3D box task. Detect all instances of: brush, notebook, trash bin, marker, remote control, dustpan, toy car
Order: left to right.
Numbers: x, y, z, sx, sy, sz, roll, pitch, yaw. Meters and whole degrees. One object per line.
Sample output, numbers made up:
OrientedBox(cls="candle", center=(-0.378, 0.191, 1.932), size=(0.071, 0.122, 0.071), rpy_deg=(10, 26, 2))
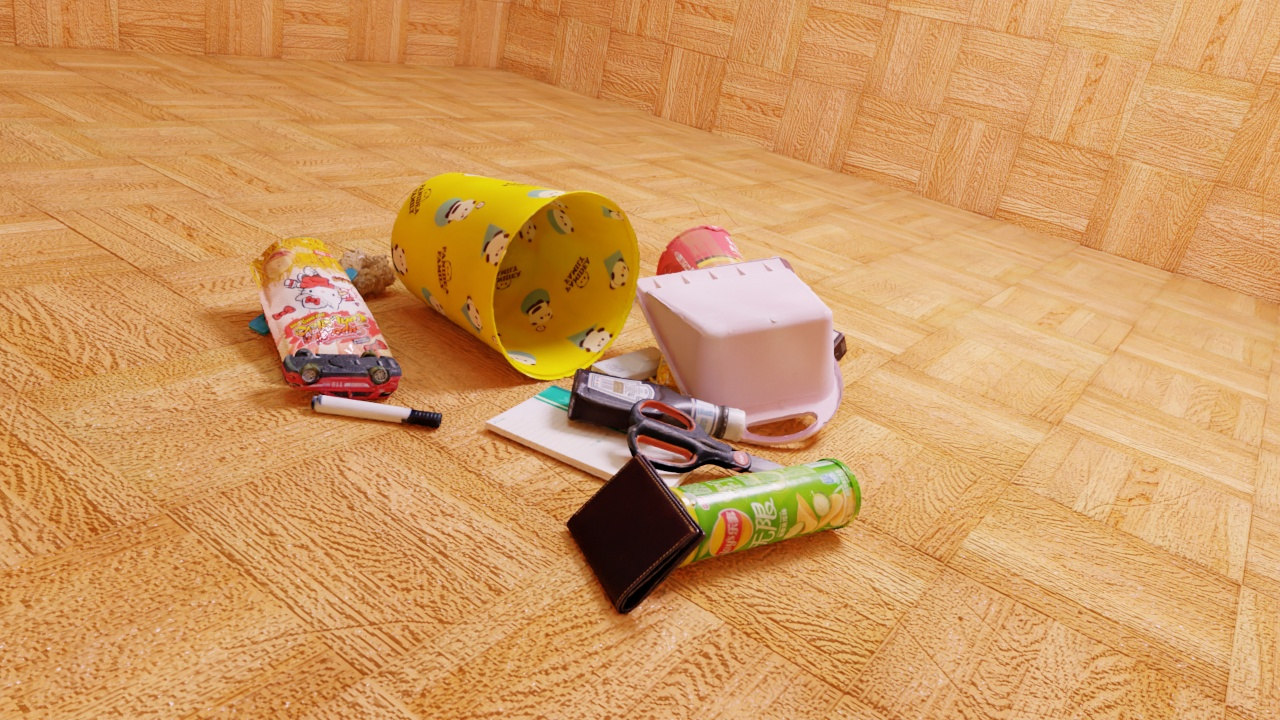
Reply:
OrientedBox(cls="brush", center=(-0.404, -0.088, 1.177), size=(0.083, 0.046, 0.253), rpy_deg=(26, 30, 9))
OrientedBox(cls="toy car", center=(-0.315, 0.017, 0.968), size=(0.120, 0.045, 0.053), rpy_deg=(5, 21, -30))
OrientedBox(cls="marker", center=(-0.270, 0.053, 0.941), size=(0.130, 0.018, 0.022), rpy_deg=(9, 6, -9))
OrientedBox(cls="trash bin", center=(-0.169, -0.124, 1.163), size=(0.229, 0.230, 0.255), rpy_deg=(-12, 27, -44))
OrientedBox(cls="notebook", center=(-0.041, 0.083, 0.993), size=(0.209, 0.012, 0.150), rpy_deg=(20, 23, 19))
OrientedBox(cls="remote control", center=(-0.007, 0.007, 1.171), size=(0.049, 0.024, 0.124), rpy_deg=(26, 27, 31))
OrientedBox(cls="dustpan", center=(0.126, -0.015, 1.147), size=(0.222, 0.139, 0.273), rpy_deg=(-9, 25, -12))

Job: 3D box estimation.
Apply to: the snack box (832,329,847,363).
OrientedBox(cls="snack box", center=(0.188, -0.003, 1.205), size=(0.113, 0.053, 0.125), rpy_deg=(29, 70, 34))

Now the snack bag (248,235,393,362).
OrientedBox(cls="snack bag", center=(-0.373, -0.055, 1.063), size=(0.128, 0.073, 0.207), rpy_deg=(-6, 45, -37))

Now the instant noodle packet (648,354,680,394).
OrientedBox(cls="instant noodle packet", center=(0.080, 0.007, 1.157), size=(0.128, 0.044, 0.110), rpy_deg=(12, 48, 3))

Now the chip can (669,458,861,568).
OrientedBox(cls="chip can", center=(0.111, 0.139, 0.859), size=(0.220, 0.073, 0.072), rpy_deg=(-5, 28, -34))

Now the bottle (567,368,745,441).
OrientedBox(cls="bottle", center=(0.018, 0.055, 1.020), size=(0.195, 0.044, 0.079), rpy_deg=(11, 25, -5))

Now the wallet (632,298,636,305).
OrientedBox(cls="wallet", center=(-0.066, -0.100, 1.401), size=(0.115, 0.020, 0.101), rpy_deg=(16, 24, 3))

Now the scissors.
OrientedBox(cls="scissors", center=(0.094, 0.089, 0.975), size=(0.234, 0.022, 0.124), rpy_deg=(4, 51, -24))

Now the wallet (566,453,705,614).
OrientedBox(cls="wallet", center=(-0.008, 0.143, 0.779), size=(0.020, 0.096, 0.122), rpy_deg=(45, 2, -37))

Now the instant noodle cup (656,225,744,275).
OrientedBox(cls="instant noodle cup", center=(0.105, -0.120, 1.400), size=(0.137, 0.138, 0.108), rpy_deg=(1, 34, -24))
